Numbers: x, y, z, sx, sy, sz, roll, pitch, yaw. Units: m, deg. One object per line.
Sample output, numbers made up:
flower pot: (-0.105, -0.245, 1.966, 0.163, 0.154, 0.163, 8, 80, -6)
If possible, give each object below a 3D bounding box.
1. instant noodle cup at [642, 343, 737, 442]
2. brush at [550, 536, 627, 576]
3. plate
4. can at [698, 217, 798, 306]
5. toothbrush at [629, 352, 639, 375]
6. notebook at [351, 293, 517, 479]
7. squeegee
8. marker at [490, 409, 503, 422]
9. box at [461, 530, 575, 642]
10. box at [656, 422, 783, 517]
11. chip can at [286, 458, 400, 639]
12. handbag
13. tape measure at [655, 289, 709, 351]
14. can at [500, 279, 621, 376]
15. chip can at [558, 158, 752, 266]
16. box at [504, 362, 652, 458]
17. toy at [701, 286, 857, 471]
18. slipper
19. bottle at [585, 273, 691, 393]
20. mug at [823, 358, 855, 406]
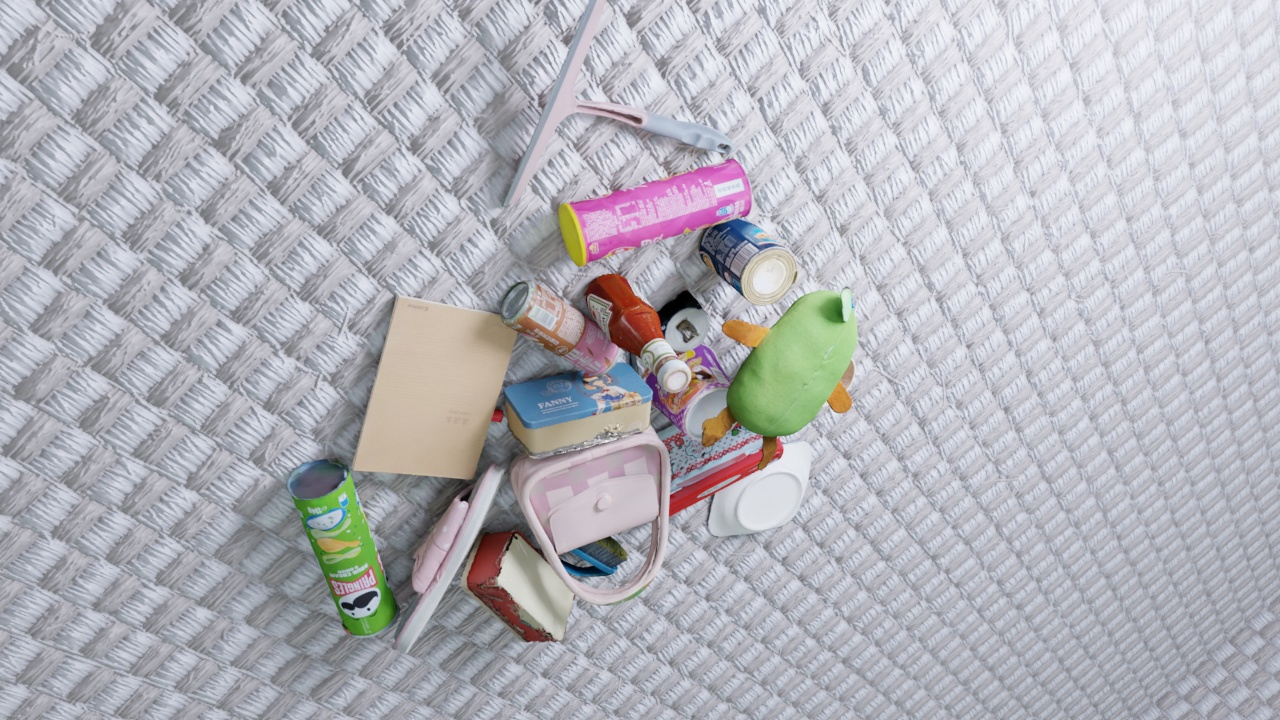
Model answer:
instant noodle cup: (0.072, 0.046, 1.171, 0.111, 0.099, 0.112, -13, 126, -19)
brush: (-0.082, 0.256, 1.252, 0.073, 0.055, 0.144, -46, 128, 5)
plate: (0.185, 0.199, 1.363, 0.164, 0.034, 0.164, -6, 122, -22)
can: (0.126, -0.120, 1.085, 0.075, 0.111, 0.075, -13, 124, -20)
toothbrush: (-0.007, 0.007, 1.160, 0.015, 0.018, 0.181, -21, 129, -23)
notebook: (-0.232, 0.036, 1.052, 0.149, 0.012, 0.212, 10, 106, -32)
squeegee: (-0.001, -0.256, 0.985, 0.249, 0.040, 0.248, 3, 133, -34)
marker: (-0.230, 0.056, 1.079, 0.145, 0.017, 0.017, 11, 114, -31)
box: (-0.151, 0.301, 1.209, 0.076, 0.091, 0.168, -9, 135, 28)
box: (0.091, 0.127, 1.261, 0.201, 0.098, 0.119, -27, 163, -1)
chip can: (-0.350, 0.227, 1.091, 0.072, 0.072, 0.236, -18, 125, -16)
handbag: (-0.050, 0.203, 1.172, 0.193, 0.093, 0.234, -17, 107, -14)
tape measure: (0.053, -0.046, 1.146, 0.066, 0.033, 0.066, -39, 128, 3)
can: (-0.091, -0.036, 1.064, 0.147, 0.058, 0.058, 33, 101, -37)
chip can: (0.018, -0.167, 1.029, 0.210, 0.071, 0.071, -18, 126, -16)
box: (-0.080, 0.060, 1.106, 0.184, 0.090, 0.061, -12, 125, -28)
toy: (0.176, 0.017, 1.098, 0.227, 0.090, 0.247, 31, 100, -34)
slipper: (-0.247, 0.239, 1.133, 0.054, 0.114, 0.275, 29, 102, -1)
bottle: (-0.002, -0.030, 1.017, 0.059, 0.206, 0.060, -13, 125, -19)
mug: (0.204, 0.003, 1.204, 0.114, 0.106, 0.082, -10, 123, -21)
